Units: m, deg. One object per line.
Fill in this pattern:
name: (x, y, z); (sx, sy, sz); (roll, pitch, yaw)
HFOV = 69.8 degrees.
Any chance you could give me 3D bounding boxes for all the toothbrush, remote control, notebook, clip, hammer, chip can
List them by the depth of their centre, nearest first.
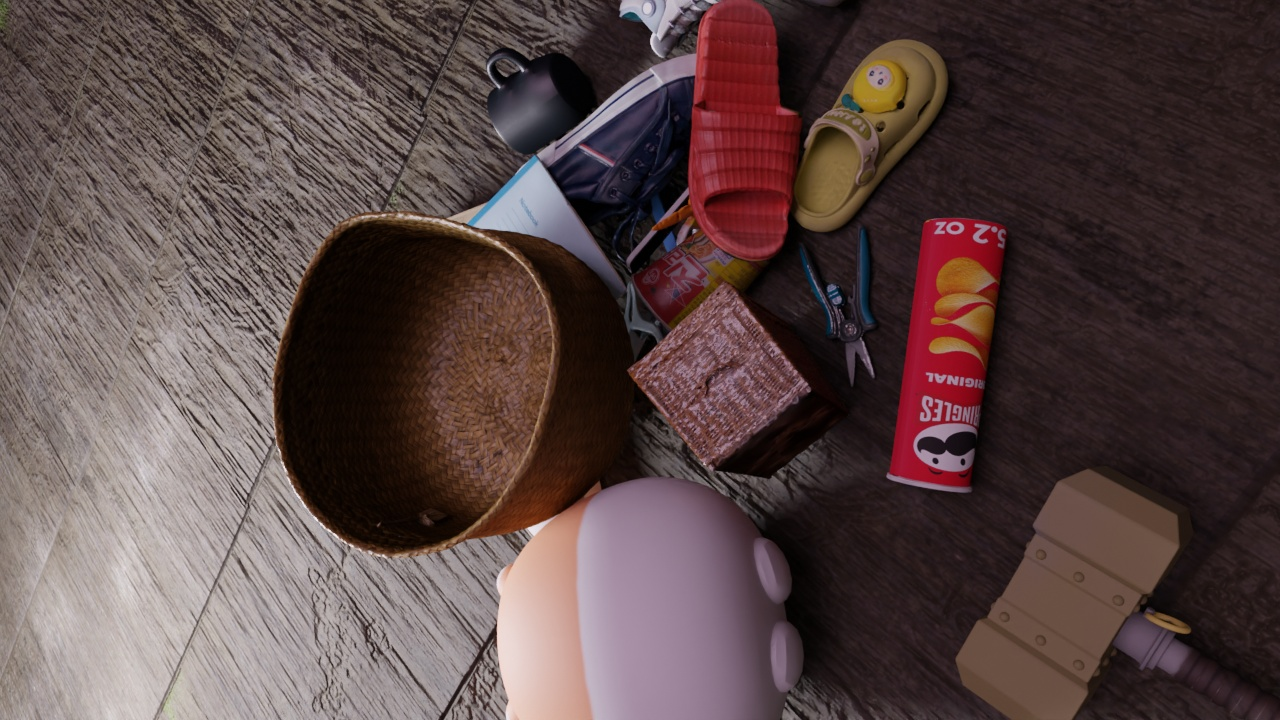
hammer: (0.410, 0.232, 0.623); (0.325, 0.100, 0.190); (32, 105, 33)
chip can: (0.258, -0.005, 0.771); (0.069, 0.069, 0.220); (8, 91, 36)
remote control: (0.036, -0.148, 0.926); (0.008, 0.045, 0.146); (40, 85, 9)
notebook: (-0.150, -0.065, 0.965); (0.254, 0.009, 0.181); (-40, 73, 22)
clip: (-0.008, 0.010, 0.968); (0.165, 0.031, 0.168); (-61, 30, 31)
toothbrush: (0.017, -0.162, 0.990); (0.016, 0.014, 0.166); (-29, 71, 31)

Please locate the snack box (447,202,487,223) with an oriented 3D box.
snack box: (-0.224, -0.099, 1.097); (0.208, 0.055, 0.153); (-14, 54, 32)

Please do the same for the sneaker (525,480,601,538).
sneaker: (-0.144, 0.092, 1.023); (0.112, 0.116, 0.293); (-38, 66, 27)

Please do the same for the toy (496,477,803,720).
toy: (0.000, 0.242, 0.821); (0.281, 0.265, 0.262); (-14, 71, 19)

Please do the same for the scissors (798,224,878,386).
scissors: (0.191, -0.060, 0.854); (0.151, 0.019, 0.119); (46, 109, 24)

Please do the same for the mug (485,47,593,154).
mug: (-0.124, -0.305, 1.038); (0.095, 0.121, 0.085); (-24, 44, 31)

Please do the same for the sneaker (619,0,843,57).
sneaker: (0.083, -0.367, 0.921); (0.257, 0.092, 0.161); (40, 118, 30)

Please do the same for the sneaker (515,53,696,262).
sneaker: (0.005, -0.194, 0.936); (0.295, 0.120, 0.127); (-29, 63, 22)

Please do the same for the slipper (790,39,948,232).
slipper: (0.190, -0.206, 0.830); (0.091, 0.081, 0.191); (47, 115, 31)

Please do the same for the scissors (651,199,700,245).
scissors: (0.057, -0.152, 0.915); (0.011, 0.125, 0.131); (41, 147, 29)

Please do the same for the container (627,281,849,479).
container: (0.096, 0.026, 0.808); (0.114, 0.198, 0.112); (-41, 68, 13)

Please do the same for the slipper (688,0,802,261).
slipper: (0.096, -0.216, 0.839); (0.059, 0.103, 0.248); (167, 100, -78)

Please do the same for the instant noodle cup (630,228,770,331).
instant noodle cup: (0.063, -0.085, 0.907); (0.113, 0.100, 0.100); (-43, 63, 17)

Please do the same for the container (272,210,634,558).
container: (-0.162, 0.023, 0.853); (0.308, 0.196, 0.307); (-2, 85, 27)
